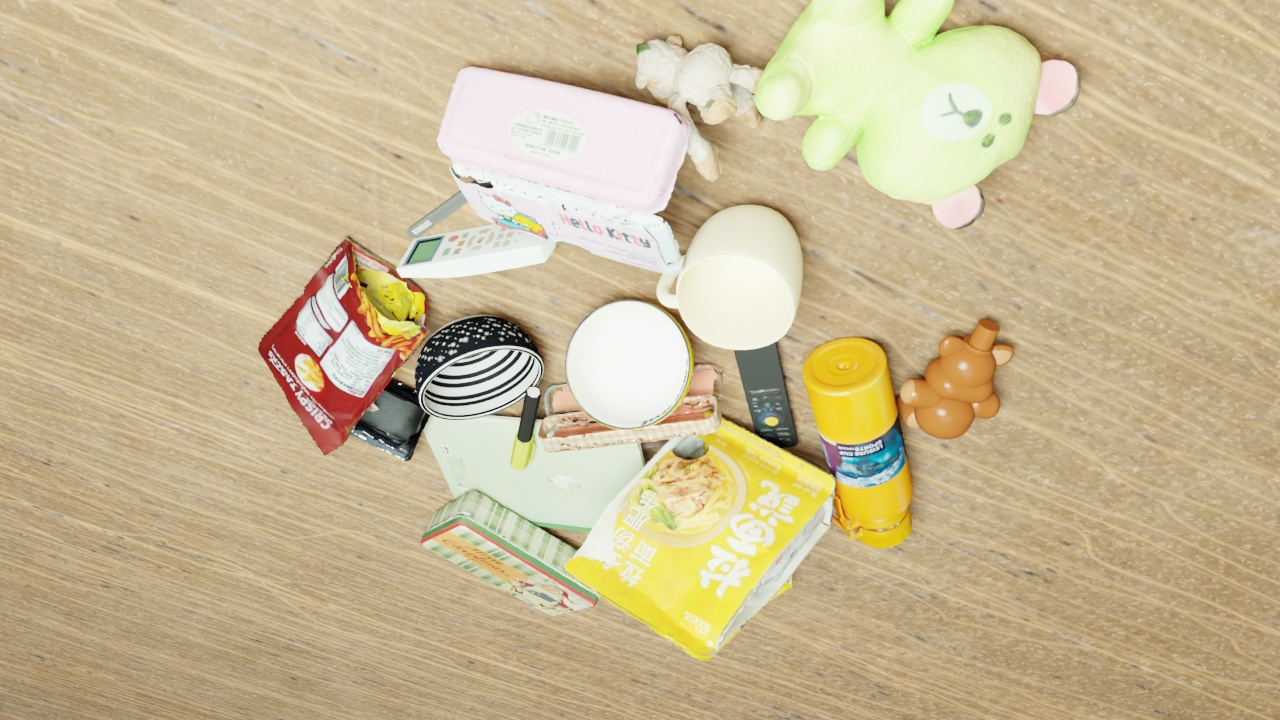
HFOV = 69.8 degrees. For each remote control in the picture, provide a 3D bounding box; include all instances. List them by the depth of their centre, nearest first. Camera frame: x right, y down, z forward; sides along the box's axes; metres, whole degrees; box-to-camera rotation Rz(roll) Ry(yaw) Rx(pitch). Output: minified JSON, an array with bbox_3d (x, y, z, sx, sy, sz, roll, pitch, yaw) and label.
[{"bbox_3d":[-0.139,-0.096,0.808,0.143,0.049,0.024,-7,129,17],"label":"remote control"},{"bbox_3d":[0.124,0.033,0.895,0.041,0.020,0.152,-6,131,15],"label":"remote control"}]

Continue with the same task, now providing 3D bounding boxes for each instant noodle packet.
[{"bbox_3d":[0.058,0.162,0.855,0.163,0.220,0.084,27,137,28],"label":"instant noodle packet"}]

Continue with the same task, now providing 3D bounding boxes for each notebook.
[{"bbox_3d":[-0.109,0.128,1.007,0.253,0.010,0.182,3,132,18],"label":"notebook"}]

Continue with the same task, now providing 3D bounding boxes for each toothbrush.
[{"bbox_3d":[-0.146,-0.146,0.791,0.168,0.013,0.013,-26,121,32],"label":"toothbrush"}]

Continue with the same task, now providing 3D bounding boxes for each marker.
[{"bbox_3d":[-0.114,0.070,0.930,0.021,0.017,0.124,-4,141,-19],"label":"marker"}]

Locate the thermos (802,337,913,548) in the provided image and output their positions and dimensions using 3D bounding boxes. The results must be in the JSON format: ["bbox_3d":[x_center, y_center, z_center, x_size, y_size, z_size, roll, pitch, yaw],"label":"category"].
[{"bbox_3d":[0.210,0.089,0.892,0.091,0.076,0.233,-8,130,19],"label":"thermos"}]

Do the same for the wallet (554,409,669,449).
[{"bbox_3d":[-0.021,0.066,0.950,0.123,0.019,0.072,-9,129,18],"label":"wallet"}]

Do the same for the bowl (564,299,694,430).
[{"bbox_3d":[-0.005,0.005,0.848,0.117,0.067,0.117,-1,87,14],"label":"bowl"}]

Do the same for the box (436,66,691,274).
[{"bbox_3d":[-0.062,-0.139,0.695,0.202,0.077,0.146,19,123,24],"label":"box"}]

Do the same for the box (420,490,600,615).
[{"bbox_3d":[-0.150,0.236,1.093,0.205,0.051,0.118,37,138,-21],"label":"box"}]

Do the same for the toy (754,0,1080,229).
[{"bbox_3d":[0.182,-0.187,0.641,0.196,0.107,0.150,25,108,-24],"label":"toy"}]

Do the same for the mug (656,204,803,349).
[{"bbox_3d":[0.074,-0.075,0.755,0.120,0.099,0.096,-4,129,21],"label":"mug"}]

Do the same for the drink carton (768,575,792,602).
[{"bbox_3d":[0.118,0.273,1.094,0.058,0.042,0.135,29,130,-17],"label":"drink carton"}]

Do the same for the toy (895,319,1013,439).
[{"bbox_3d":[0.285,0.016,0.833,0.095,0.065,0.128,9,124,-8],"label":"toy"}]

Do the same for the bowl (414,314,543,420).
[{"bbox_3d":[-0.159,-0.003,0.875,0.120,0.066,0.120,-18,151,-10],"label":"bowl"}]

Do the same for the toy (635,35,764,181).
[{"bbox_3d":[0.036,-0.195,0.674,0.106,0.085,0.074,35,163,5],"label":"toy"}]

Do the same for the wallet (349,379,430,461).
[{"bbox_3d":[-0.282,0.050,0.975,0.115,0.026,0.089,27,130,-7],"label":"wallet"}]

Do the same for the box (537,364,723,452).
[{"bbox_3d":[-0.010,0.047,0.896,0.187,0.082,0.042,-9,132,15],"label":"box"}]

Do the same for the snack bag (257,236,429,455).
[{"bbox_3d":[-0.299,-0.012,0.894,0.208,0.066,0.139,-41,87,30],"label":"snack bag"}]
